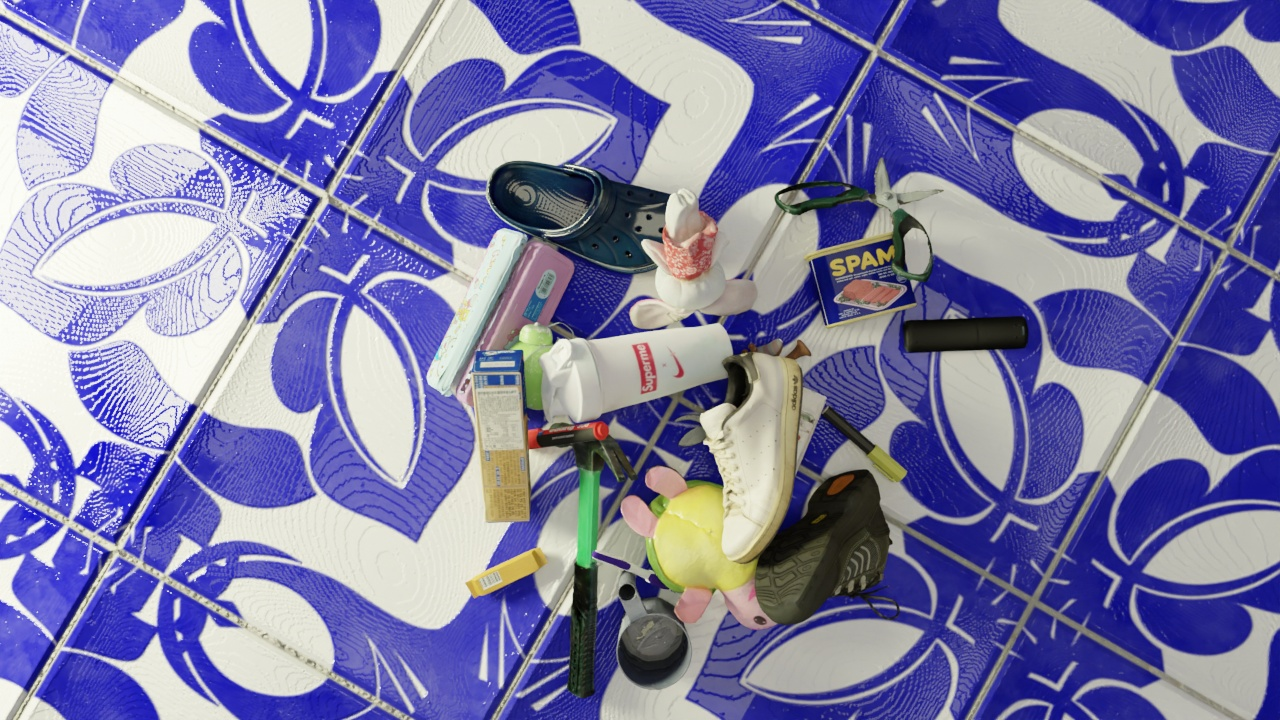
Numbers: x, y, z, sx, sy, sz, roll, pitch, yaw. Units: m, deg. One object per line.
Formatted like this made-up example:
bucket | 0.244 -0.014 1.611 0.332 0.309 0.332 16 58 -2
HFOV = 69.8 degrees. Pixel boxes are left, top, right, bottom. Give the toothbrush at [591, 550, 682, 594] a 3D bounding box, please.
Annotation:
toothbrush | 0.016 0.253 1.065 0.186 0.015 0.016 32 85 -32

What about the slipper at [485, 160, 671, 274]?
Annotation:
slipper | -0.065 -0.175 1.089 0.253 0.095 0.105 15 85 3

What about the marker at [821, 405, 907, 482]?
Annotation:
marker | 0.270 0.102 1.117 0.124 0.017 0.021 41 87 3

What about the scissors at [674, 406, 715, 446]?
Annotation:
scissors | 0.122 0.069 1.102 0.156 0.019 0.124 24 81 20

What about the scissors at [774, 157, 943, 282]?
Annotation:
scissors | 0.262 -0.168 1.087 0.202 0.015 0.201 -3 53 9

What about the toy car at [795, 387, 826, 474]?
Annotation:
toy car | 0.188 0.088 1.105 0.039 0.039 0.113 23 88 1

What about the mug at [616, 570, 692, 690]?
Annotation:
mug | 0.006 0.305 1.063 0.084 0.104 0.124 -26 88 -1

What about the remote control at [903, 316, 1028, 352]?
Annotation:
remote control | 0.398 -0.032 1.122 0.152 0.020 0.041 -3 86 1

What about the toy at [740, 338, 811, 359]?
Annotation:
toy | 0.150 0.000 1.109 0.102 0.041 0.055 -36 111 6

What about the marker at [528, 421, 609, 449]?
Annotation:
marker | -0.093 0.087 1.067 0.145 0.021 0.023 -12 64 42

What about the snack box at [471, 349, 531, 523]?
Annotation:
snack box | -0.157 0.087 1.048 0.056 0.057 0.207 0 119 -3

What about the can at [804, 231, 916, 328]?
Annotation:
can | 0.266 -0.096 1.106 0.116 0.056 0.092 -14 89 -1

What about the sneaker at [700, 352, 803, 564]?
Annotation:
sneaker | 0.112 0.099 1.021 0.102 0.089 0.241 18 72 -18

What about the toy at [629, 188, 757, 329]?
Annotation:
toy | 0.055 -0.107 1.055 0.159 0.194 0.084 -14 50 0

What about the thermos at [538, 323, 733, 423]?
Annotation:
thermos | -0.006 0.006 1.059 0.220 0.099 0.099 -12 88 -19

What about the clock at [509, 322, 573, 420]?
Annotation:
clock | -0.119 0.010 1.086 0.094 0.042 0.119 36 82 -42

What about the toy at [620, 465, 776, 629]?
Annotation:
toy | 0.085 0.220 1.076 0.238 0.088 0.189 39 65 -4

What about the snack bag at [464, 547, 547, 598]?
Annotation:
snack bag | -0.161 0.256 1.106 0.099 0.020 0.026 -26 93 -2

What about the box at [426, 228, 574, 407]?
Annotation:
box | -0.178 -0.050 1.109 0.093 0.089 0.214 24 87 39

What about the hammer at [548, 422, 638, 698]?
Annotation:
hammer | -0.063 0.238 1.080 0.130 0.032 0.319 8 97 44

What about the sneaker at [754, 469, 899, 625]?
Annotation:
sneaker | 0.221 0.245 1.046 0.237 0.101 0.143 -40 107 -41
